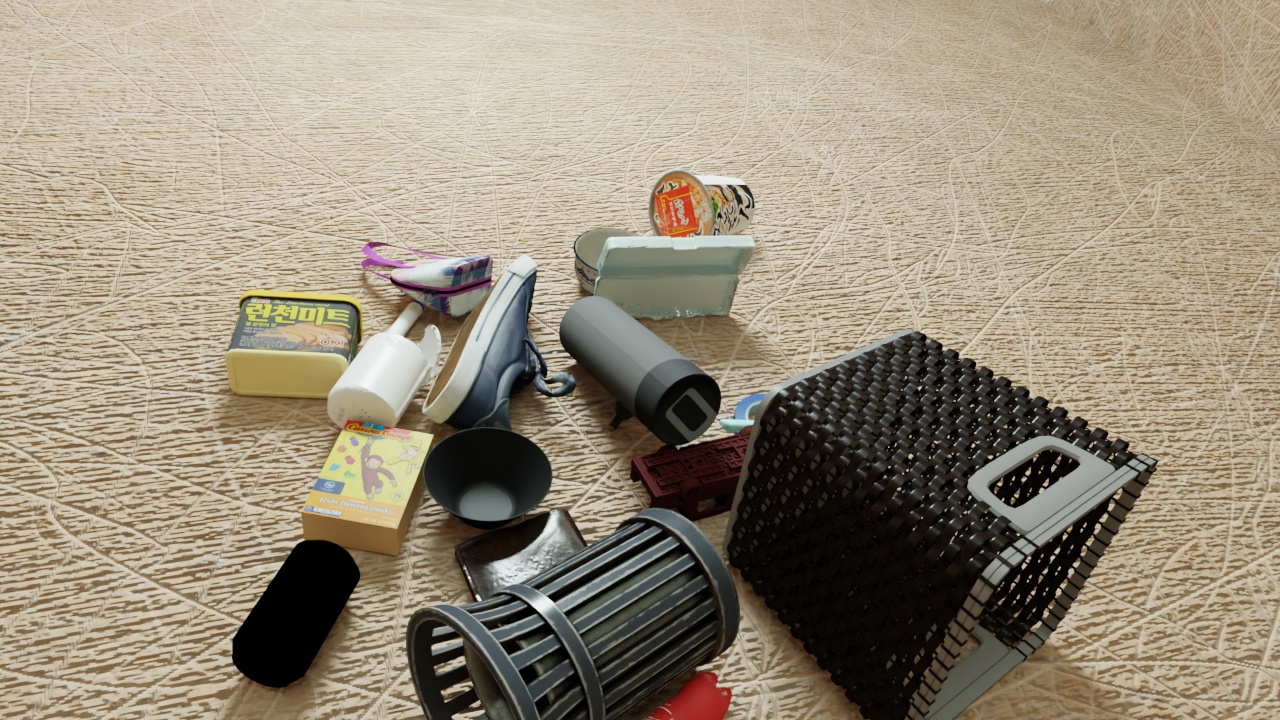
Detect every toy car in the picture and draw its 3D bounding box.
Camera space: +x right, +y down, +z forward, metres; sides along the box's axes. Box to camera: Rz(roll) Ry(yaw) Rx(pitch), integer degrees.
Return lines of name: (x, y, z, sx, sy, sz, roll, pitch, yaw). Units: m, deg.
toy car: (0.075, 0.121, 0.961, 0.169, 0.062, 0.070, -11, 44, -25)

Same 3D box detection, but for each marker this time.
marker: (-0.293, -0.025, 1.085, 0.020, 0.020, 0.141, 16, 39, 5)

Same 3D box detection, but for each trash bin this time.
trash bin: (-0.043, 0.223, 0.733, 0.226, 0.165, 0.164, -21, 49, -39)

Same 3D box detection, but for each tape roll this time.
tape roll: (0.153, 0.076, 1.071, 0.091, 0.016, 0.093, -24, 51, -36)

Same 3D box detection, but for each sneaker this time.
sneaker: (-0.145, -0.013, 1.063, 0.127, 0.121, 0.293, 35, 36, -18)

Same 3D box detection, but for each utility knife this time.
utility knife: (0.174, 0.077, 1.050, 0.168, 0.015, 0.022, 3, 8, -12)

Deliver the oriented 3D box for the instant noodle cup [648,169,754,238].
instant noodle cup: (0.098, -0.222, 1.355, 0.121, 0.124, 0.123, -17, 46, -43)

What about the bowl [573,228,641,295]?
bowl: (-0.036, -0.123, 1.235, 0.115, 0.059, 0.115, 7, 39, -6)

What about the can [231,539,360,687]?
can: (-0.285, 0.208, 0.764, 0.063, 0.063, 0.113, 15, 39, 4)

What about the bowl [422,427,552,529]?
bowl: (-0.151, 0.128, 0.904, 0.124, 0.053, 0.123, 7, 39, -6)

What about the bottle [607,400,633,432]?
bottle: (-0.013, 0.049, 1.057, 0.025, 0.025, 0.105, 22, 40, 13)

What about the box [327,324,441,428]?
box: (-0.266, 0.014, 0.994, 0.092, 0.081, 0.160, 25, 43, -7)

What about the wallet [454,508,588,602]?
wallet: (-0.103, 0.194, 0.856, 0.119, 0.031, 0.099, -14, 42, -24)

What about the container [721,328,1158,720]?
container: (0.249, 0.145, 0.833, 0.246, 0.246, 0.243, -20, 45, -33)

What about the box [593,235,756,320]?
box: (0.039, -0.109, 1.174, 0.197, 0.136, 0.043, -3, 51, -17)

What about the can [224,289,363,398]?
can: (-0.380, -0.016, 1.011, 0.130, 0.073, 0.100, 3, 42, -11)

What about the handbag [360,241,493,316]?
handbag: (-0.280, -0.115, 1.164, 0.170, 0.068, 0.144, 18, 22, 21)

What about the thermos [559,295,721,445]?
thermos: (-0.006, 0.006, 1.014, 0.082, 0.082, 0.240, -11, 27, -25)

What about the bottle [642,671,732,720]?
bottle: (0.018, 0.304, 0.738, 0.141, 0.042, 0.042, -27, 52, -38)

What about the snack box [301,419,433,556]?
snack box: (-0.262, 0.122, 0.893, 0.088, 0.040, 0.125, 10, 39, -2)
